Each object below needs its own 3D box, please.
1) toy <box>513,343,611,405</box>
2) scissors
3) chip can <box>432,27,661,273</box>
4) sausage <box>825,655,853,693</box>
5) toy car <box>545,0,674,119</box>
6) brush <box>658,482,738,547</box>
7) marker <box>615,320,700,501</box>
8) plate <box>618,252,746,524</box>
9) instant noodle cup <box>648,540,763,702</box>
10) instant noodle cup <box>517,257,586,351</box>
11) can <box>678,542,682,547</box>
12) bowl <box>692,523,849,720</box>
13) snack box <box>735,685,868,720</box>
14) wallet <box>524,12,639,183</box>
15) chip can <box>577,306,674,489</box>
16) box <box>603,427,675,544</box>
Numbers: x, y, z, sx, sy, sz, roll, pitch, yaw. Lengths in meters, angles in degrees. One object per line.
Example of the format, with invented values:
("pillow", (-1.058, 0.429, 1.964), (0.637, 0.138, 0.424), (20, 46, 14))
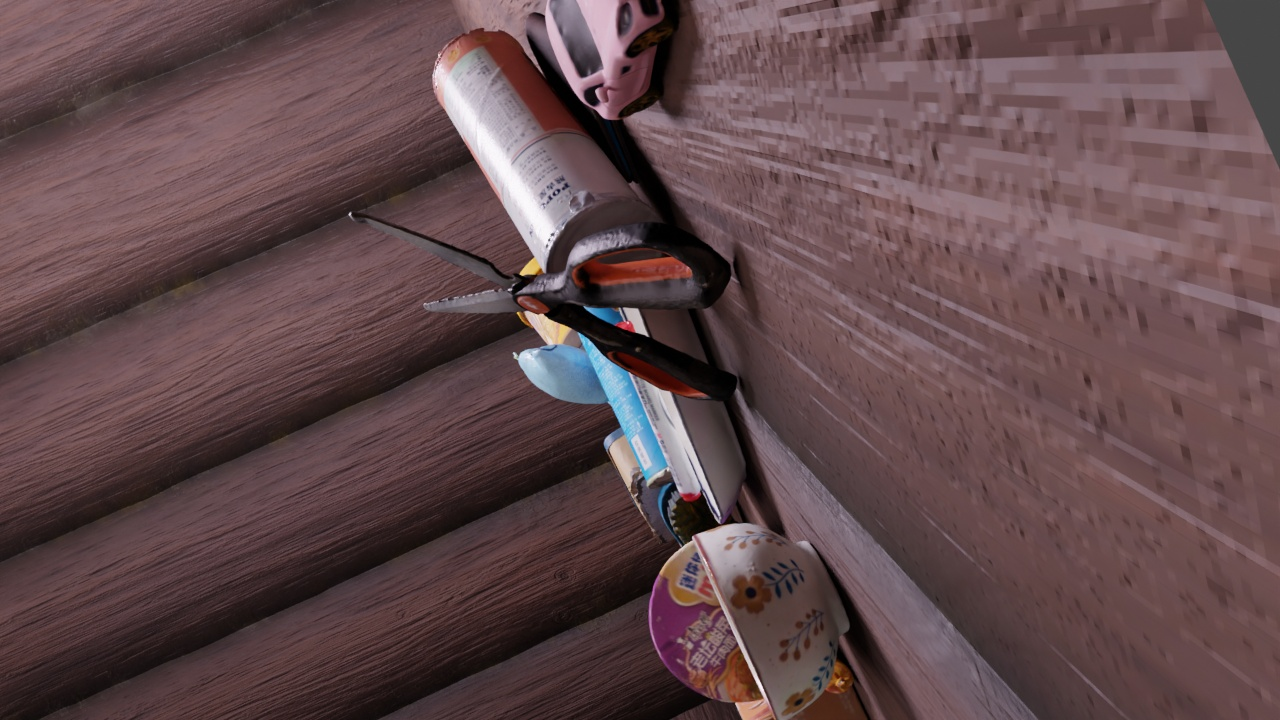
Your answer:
("toy", (-0.049, 0.021, 0.897), (0.161, 0.156, 0.049), (59, -137, -68))
("scissors", (-0.036, -0.028, 0.474), (0.233, 0.021, 0.221), (27, 158, -25))
("chip can", (-0.064, -0.126, 0.561), (0.214, 0.071, 0.071), (56, 172, 38))
("sausage", (0.123, 0.207, 0.655), (0.165, 0.021, 0.021), (149, 97, -87))
("toy car", (-0.016, -0.130, 0.353), (0.056, 0.037, 0.122), (64, 176, 1))
("brush", (0.062, 0.161, 0.861), (0.144, 0.055, 0.073), (55, 174, -25))
("marker", (0.012, 0.038, 0.630), (0.017, 0.017, 0.145), (-121, 7, -64))
("plate", (0.021, -0.005, 0.658), (0.162, 0.034, 0.266), (-121, 7, -67))
("instant noodle cup", (0.066, 0.174, 0.650), (0.099, 0.111, 0.111), (39, -154, -81))
("instant noodle cup", (-0.059, -0.048, 0.977), (0.114, 0.118, 0.118), (54, 171, 30))
("can", (0.058, 0.182, 1.163), (0.058, 0.058, 0.116), (117, 129, -86))
("bowl", (0.080, 0.142, 0.527), (0.113, 0.062, 0.113), (156, 92, -87))
("snack box", (0.124, 0.276, 0.647), (0.094, 0.077, 0.092), (86, 160, -78))
("wallet", (-0.038, -0.167, 0.578), (0.096, 0.020, 0.122), (62, 178, -31))
("chip can", (-0.005, 0.005, 0.817), (0.071, 0.071, 0.210), (77, 168, -74))
("box", (0.029, 0.118, 0.919), (0.062, 0.089, 0.184), (56, 171, 32))
